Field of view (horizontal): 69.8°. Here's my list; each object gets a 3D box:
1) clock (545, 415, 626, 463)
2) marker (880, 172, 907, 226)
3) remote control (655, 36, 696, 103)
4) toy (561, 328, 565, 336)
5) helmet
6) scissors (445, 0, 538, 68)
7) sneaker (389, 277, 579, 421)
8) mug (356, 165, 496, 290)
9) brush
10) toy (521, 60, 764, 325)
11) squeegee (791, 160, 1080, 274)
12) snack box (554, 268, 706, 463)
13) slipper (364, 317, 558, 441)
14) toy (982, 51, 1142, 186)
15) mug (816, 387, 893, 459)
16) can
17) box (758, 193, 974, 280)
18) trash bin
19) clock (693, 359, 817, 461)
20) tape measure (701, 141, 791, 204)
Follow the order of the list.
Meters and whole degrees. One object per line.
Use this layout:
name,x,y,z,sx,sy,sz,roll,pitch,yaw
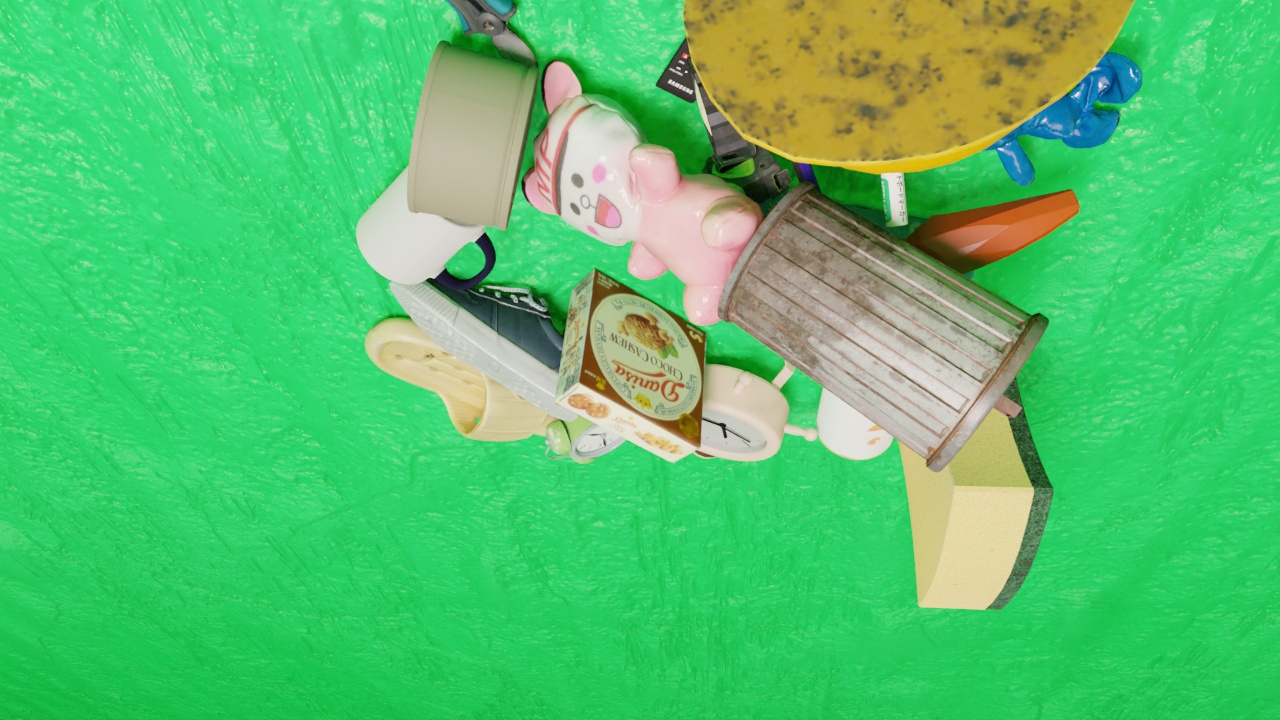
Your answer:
clock,-0.055,0.076,1.028,0.119,0.042,0.094,-36,151,9
marker,0.180,-0.171,0.668,0.017,0.017,0.145,-6,103,14
remote control,0.058,-0.243,0.660,0.033,0.015,0.147,21,139,-19
toy,-0.036,-0.004,0.957,0.103,0.046,0.084,29,150,-19
helmet,0.161,-0.198,0.582,0.255,0.205,0.131,-18,163,5
scissors,-0.121,-0.264,0.649,0.131,0.019,0.150,16,150,-7
sneaker,-0.133,-0.032,0.902,0.235,0.087,0.089,33,160,0
mug,-0.176,-0.111,0.797,0.097,0.078,0.112,-32,106,38
brush,0.300,0.087,0.859,0.075,0.249,0.195,0,138,6
toy,-0.003,-0.128,0.714,0.213,0.084,0.142,33,148,15
squeegee,0.241,-0.090,0.711,0.185,0.055,0.250,-18,115,19
snack box,-0.005,0.005,0.879,0.143,0.146,0.041,29,136,-26
slipper,-0.176,0.035,0.997,0.261,0.079,0.112,25,135,-23
toy,0.278,-0.186,0.666,0.176,0.070,0.113,5,153,0
mug,0.228,0.041,0.946,0.082,0.082,0.105,2,141,5
can,-0.125,-0.166,0.690,0.073,0.127,0.128,12,142,-8
box,0.176,-0.092,0.790,0.210,0.078,0.073,9,139,-5
trash bin,0.177,-0.023,0.662,0.211,0.130,0.131,36,144,15
clock,0.092,0.049,0.991,0.161,0.086,0.131,-18,136,40
tape measure,0.080,-0.151,0.735,0.059,0.065,0.036,-31,135,5
